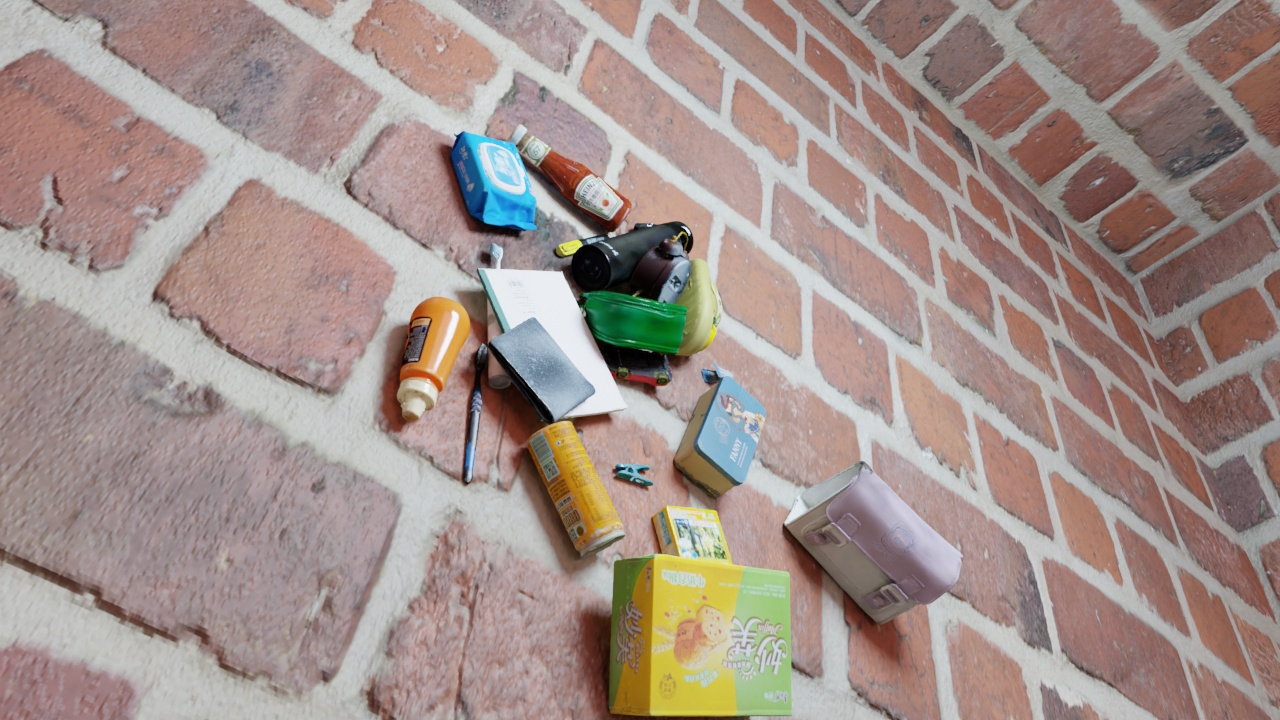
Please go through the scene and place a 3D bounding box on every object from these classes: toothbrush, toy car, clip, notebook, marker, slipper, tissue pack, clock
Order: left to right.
[{"bbox_3d":[-0.184,0.055,1.024,0.014,0.016,0.189,19,46,-23],"label":"toothbrush"},{"bbox_3d":[-0.196,-0.244,1.245,0.094,0.052,0.157,4,55,-43],"label":"tissue pack"},{"bbox_3d":[-0.175,-0.061,1.126,0.026,0.027,0.220,42,31,-46],"label":"toothbrush"},{"bbox_3d":[-0.109,-0.024,1.135,0.150,0.012,0.209,-4,63,-51],"label":"notebook"},{"bbox_3d":[-0.080,-0.169,1.328,0.123,0.015,0.018,-26,83,-54],"label":"marker"},{"bbox_3d":[-0.008,0.138,1.130,0.055,0.014,0.039,19,45,-36],"label":"clip"},{"bbox_3d":[-0.007,0.007,1.232,0.106,0.031,0.049,10,48,-31],"label":"toy car"},{"bbox_3d":[0.035,-0.128,1.308,0.055,0.122,0.082,32,-1,20],"label":"clock"},{"bbox_3d":[0.087,-0.074,1.355,0.081,0.092,0.190,33,36,-24],"label":"slipper"},{"bbox_3d":[0.119,0.022,1.358,0.058,0.045,0.027,18,43,-47],"label":"clip"}]

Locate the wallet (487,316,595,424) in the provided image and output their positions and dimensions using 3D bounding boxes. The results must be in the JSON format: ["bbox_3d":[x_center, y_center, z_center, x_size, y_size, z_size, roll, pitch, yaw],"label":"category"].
[{"bbox_3d":[-0.115,0.010,1.076,0.121,0.019,0.097,51,34,1],"label":"wallet"}]

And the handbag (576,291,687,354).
[{"bbox_3d":[-0.011,-0.056,1.227,0.131,0.068,0.120,7,10,-39],"label":"handbag"}]

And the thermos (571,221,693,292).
[{"bbox_3d":[-0.014,-0.162,1.358,0.090,0.069,0.241,28,29,22],"label":"thermos"}]

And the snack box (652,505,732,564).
[{"bbox_3d":[0.071,0.245,1.100,0.086,0.034,0.140,12,52,-39],"label":"snack box"}]

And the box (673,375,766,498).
[{"bbox_3d":[0.108,0.105,1.240,0.090,0.060,0.183,39,36,-11],"label":"box"}]

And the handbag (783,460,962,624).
[{"bbox_3d":[0.316,0.248,1.252,0.197,0.145,0.098,46,34,-3],"label":"handbag"}]

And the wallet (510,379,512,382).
[{"bbox_3d":[-0.124,-0.004,1.132,0.087,0.024,0.115,25,44,-27],"label":"wallet"}]

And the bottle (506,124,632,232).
[{"bbox_3d":[-0.106,-0.272,1.357,0.206,0.060,0.059,37,38,-13],"label":"bottle"}]

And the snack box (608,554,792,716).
[{"bbox_3d":[0.069,0.297,0.983,0.209,0.070,0.157,16,66,-36],"label":"snack box"}]

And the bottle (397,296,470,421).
[{"bbox_3d":[-0.229,0.001,0.992,0.066,0.067,0.149,29,48,-25],"label":"bottle"}]

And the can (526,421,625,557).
[{"bbox_3d":[-0.073,0.142,1.023,0.058,0.058,0.146,-8,64,-48],"label":"can"}]
